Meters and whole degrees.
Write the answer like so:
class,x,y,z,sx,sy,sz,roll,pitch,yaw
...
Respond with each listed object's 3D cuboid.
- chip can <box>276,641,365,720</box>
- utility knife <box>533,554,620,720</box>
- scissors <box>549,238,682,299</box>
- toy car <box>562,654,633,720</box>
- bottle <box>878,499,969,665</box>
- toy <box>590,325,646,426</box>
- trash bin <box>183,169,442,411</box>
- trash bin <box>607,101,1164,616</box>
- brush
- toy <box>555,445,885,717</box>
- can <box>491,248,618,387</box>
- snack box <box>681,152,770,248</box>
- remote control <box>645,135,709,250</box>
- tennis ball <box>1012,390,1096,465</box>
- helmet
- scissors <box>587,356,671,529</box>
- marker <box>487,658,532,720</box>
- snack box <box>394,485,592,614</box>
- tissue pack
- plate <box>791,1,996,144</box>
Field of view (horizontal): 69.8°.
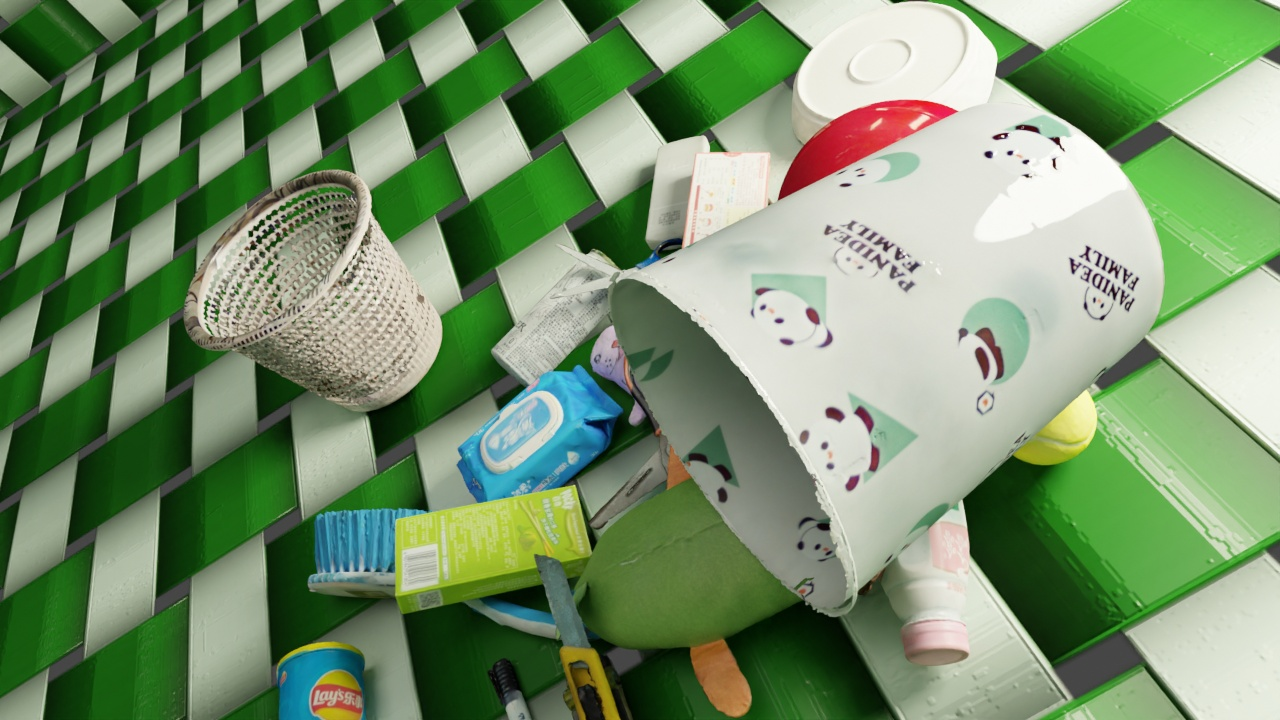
class,x,y,z,sx,sy,sz,roll,pitch,yaw
chip can,-0.246,0.329,0.711,0.071,0.071,0.210,-29,46,9
utility knife,-0.033,0.234,0.620,0.033,0.015,0.219,-23,79,13
scissors,-0.001,-0.077,0.874,0.175,0.012,0.162,-31,64,-30
toy car,-0.023,0.259,0.658,0.042,0.035,0.090,-31,51,8
bottle,0.187,0.106,0.631,0.068,0.068,0.196,-14,53,21
toy,-0.005,0.005,0.841,0.084,0.039,0.108,-46,51,-5
trash bin,-0.324,-0.054,0.972,0.228,0.192,0.227,-16,49,19
trash bin,0.147,-0.014,0.552,0.251,0.230,0.229,-31,44,-13
brush,-0.167,0.184,0.796,0.315,0.060,0.109,-6,59,24
toy,0.055,0.141,0.667,0.247,0.090,0.226,-24,45,18
can,-0.078,-0.040,0.908,0.146,0.058,0.058,-47,46,-9
snack box,0.085,-0.142,0.896,0.077,0.027,0.155,2,55,11
remote control,0.041,-0.177,0.968,0.058,0.021,0.149,-9,52,22
tennis ball,0.275,0.039,0.628,0.066,0.065,0.065,-16,49,20
helmet,0.198,-0.112,0.743,0.207,0.144,0.239,1,58,29
scissors,0.039,0.058,0.771,0.189,0.015,0.225,-12,65,5
marker,-0.088,0.283,0.691,0.022,0.018,0.130,-29,45,-3
snack box,-0.122,0.153,0.756,0.156,0.026,0.085,-11,38,-8
tissue pack,-0.095,0.071,0.832,0.157,0.052,0.095,-40,43,-1
plate,0.244,-0.283,0.913,0.205,0.045,0.204,-17,48,20
